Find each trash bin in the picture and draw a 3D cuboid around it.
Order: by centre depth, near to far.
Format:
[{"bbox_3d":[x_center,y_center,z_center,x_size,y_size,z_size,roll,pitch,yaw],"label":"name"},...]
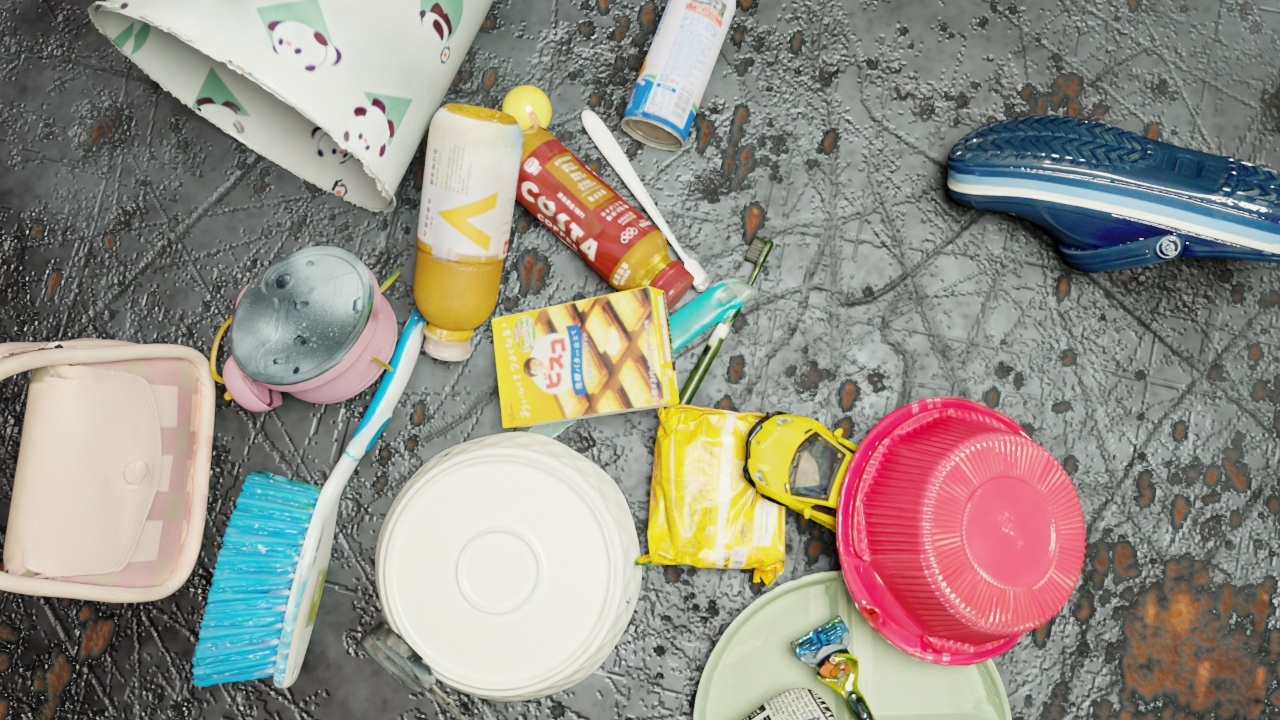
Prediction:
[{"bbox_3d":[-0.218,-0.277,0.673,0.229,0.230,0.251,28,80,6],"label":"trash bin"}]

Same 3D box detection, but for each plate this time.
[{"bbox_3d":[0.153,0.270,0.672,0.230,0.027,0.230,-1,82,4],"label":"plate"},{"bbox_3d":[-0.103,0.156,0.691,0.205,0.045,0.204,0,85,4],"label":"plate"}]

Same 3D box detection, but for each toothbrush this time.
[{"bbox_3d":[0.056,-0.015,0.720,0.017,0.012,0.185,27,86,12],"label":"toothbrush"},{"bbox_3d":[0.002,-0.130,0.738,0.016,0.016,0.180,-32,80,-8],"label":"toothbrush"}]

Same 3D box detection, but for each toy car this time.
[{"bbox_3d":[0.144,0.091,0.667,0.156,0.041,0.071,28,78,-16],"label":"toy car"}]

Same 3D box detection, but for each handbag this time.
[{"bbox_3d":[-0.395,0.072,0.626,0.093,0.234,0.193,3,83,5],"label":"handbag"}]

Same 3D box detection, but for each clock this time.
[{"bbox_3d":[-0.262,-0.020,0.702,0.159,0.060,0.117,-9,62,10],"label":"clock"}]

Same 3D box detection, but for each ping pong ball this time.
[{"bbox_3d":[-0.091,-0.200,0.737,0.040,0.040,0.040,0,83,3],"label":"ping pong ball"}]

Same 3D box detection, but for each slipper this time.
[{"bbox_3d":[0.353,-0.113,0.677,0.253,0.104,0.095,16,126,19],"label":"slipper"}]

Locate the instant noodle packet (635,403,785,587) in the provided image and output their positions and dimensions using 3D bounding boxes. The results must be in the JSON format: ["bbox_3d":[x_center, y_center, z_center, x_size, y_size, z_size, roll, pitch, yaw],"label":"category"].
[{"bbox_3d":[0.057,0.100,0.688,0.111,0.044,0.128,6,86,-1],"label":"instant noodle packet"}]

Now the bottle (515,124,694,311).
[{"bbox_3d":[-0.035,-0.107,0.714,0.175,0.057,0.057,42,87,7],"label":"bottle"}]

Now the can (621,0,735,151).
[{"bbox_3d":[0.032,-0.239,0.728,0.053,0.053,0.134,20,85,6],"label":"can"}]

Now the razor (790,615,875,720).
[{"bbox_3d":[0.159,0.255,0.648,0.043,0.022,0.142,-29,83,2],"label":"razor"}]

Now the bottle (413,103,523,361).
[{"bbox_3d":[-0.133,-0.092,0.689,0.068,0.067,0.190,14,110,5],"label":"bottle"}]

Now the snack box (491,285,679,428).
[{"bbox_3d":[-0.044,0.000,0.691,0.141,0.033,0.087,-10,83,27],"label":"snack box"}]

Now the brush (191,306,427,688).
[{"bbox_3d":[-0.250,0.098,0.709,0.109,0.060,0.314,11,81,-1],"label":"brush"}]

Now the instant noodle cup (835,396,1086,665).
[{"bbox_3d":[0.235,0.117,0.635,0.193,0.066,0.193,3,81,-18],"label":"instant noodle cup"}]

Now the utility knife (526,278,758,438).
[{"bbox_3d":[-0.004,0.004,0.717,0.222,0.013,0.029,-37,79,4],"label":"utility knife"}]

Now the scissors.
[{"bbox_3d":[-0.142,0.244,0.663,0.181,0.160,0.014,22,55,29],"label":"scissors"}]

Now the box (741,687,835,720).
[{"bbox_3d":[0.075,0.300,0.639,0.162,0.076,0.087,-39,55,2],"label":"box"}]
